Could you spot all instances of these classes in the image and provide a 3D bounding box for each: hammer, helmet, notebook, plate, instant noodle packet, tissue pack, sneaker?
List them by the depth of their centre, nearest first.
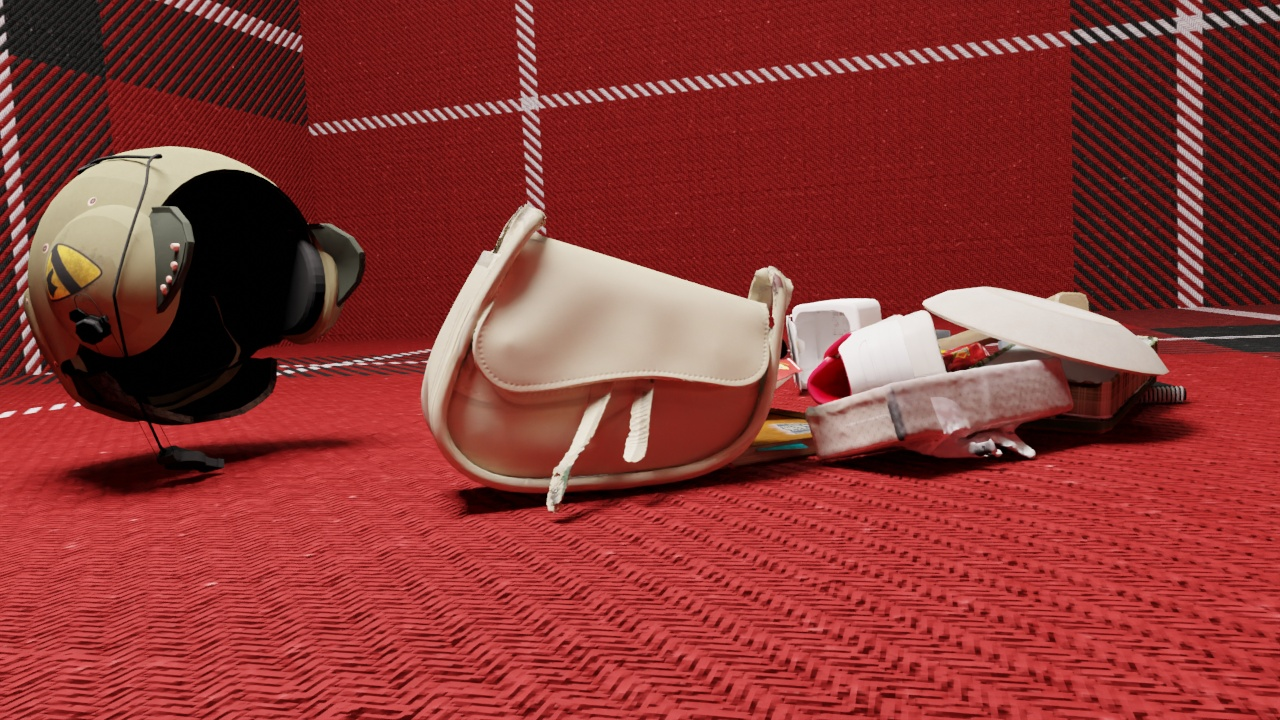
[{"bbox_3d":[0.220,0.043,0.656,0.181,0.071,0.104,-2,-12,-32],"label":"tissue pack"},{"bbox_3d":[0.324,-0.031,0.737,0.188,0.027,0.188,13,14,-3],"label":"plate"},{"bbox_3d":[-0.380,-0.047,0.766,0.233,0.255,0.249,3,5,25],"label":"helmet"},{"bbox_3d":[0.081,0.059,0.783,0.178,0.014,0.250,-5,5,-27],"label":"notebook"},{"bbox_3d":[0.205,0.012,0.847,0.104,0.090,0.236,-15,-3,6],"label":"sneaker"},{"bbox_3d":[0.412,0.030,0.930,0.207,0.016,0.149,-2,3,11],"label":"notebook"},{"bbox_3d":[0.298,0.011,0.991,0.098,0.039,0.136,-7,-5,-36],"label":"instant noodle packet"},{"bbox_3d":[0.387,-0.029,1.032,0.117,0.051,0.323,1,-9,-9],"label":"hammer"}]

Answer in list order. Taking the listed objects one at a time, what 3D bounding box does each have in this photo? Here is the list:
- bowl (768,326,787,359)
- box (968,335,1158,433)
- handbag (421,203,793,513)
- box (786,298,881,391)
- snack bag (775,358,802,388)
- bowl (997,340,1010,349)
[{"bbox_3d":[0.141,-0.014,1.301,0.124,0.052,0.124,24,-21,10],"label":"bowl"},{"bbox_3d":[0.375,0.015,0.807,0.118,0.050,0.205,7,17,36],"label":"box"},{"bbox_3d":[-0.014,0.005,0.592,0.229,0.184,0.132,13,2,-20],"label":"handbag"},{"bbox_3d":[0.206,-0.015,1.064,0.103,0.110,0.129,1,5,44],"label":"box"},{"bbox_3d":[0.072,0.025,0.832,0.144,0.039,0.130,-15,3,6],"label":"snack bag"},{"bbox_3d":[0.477,-0.006,1.098,0.106,0.039,0.106,15,6,-2],"label":"bowl"}]
